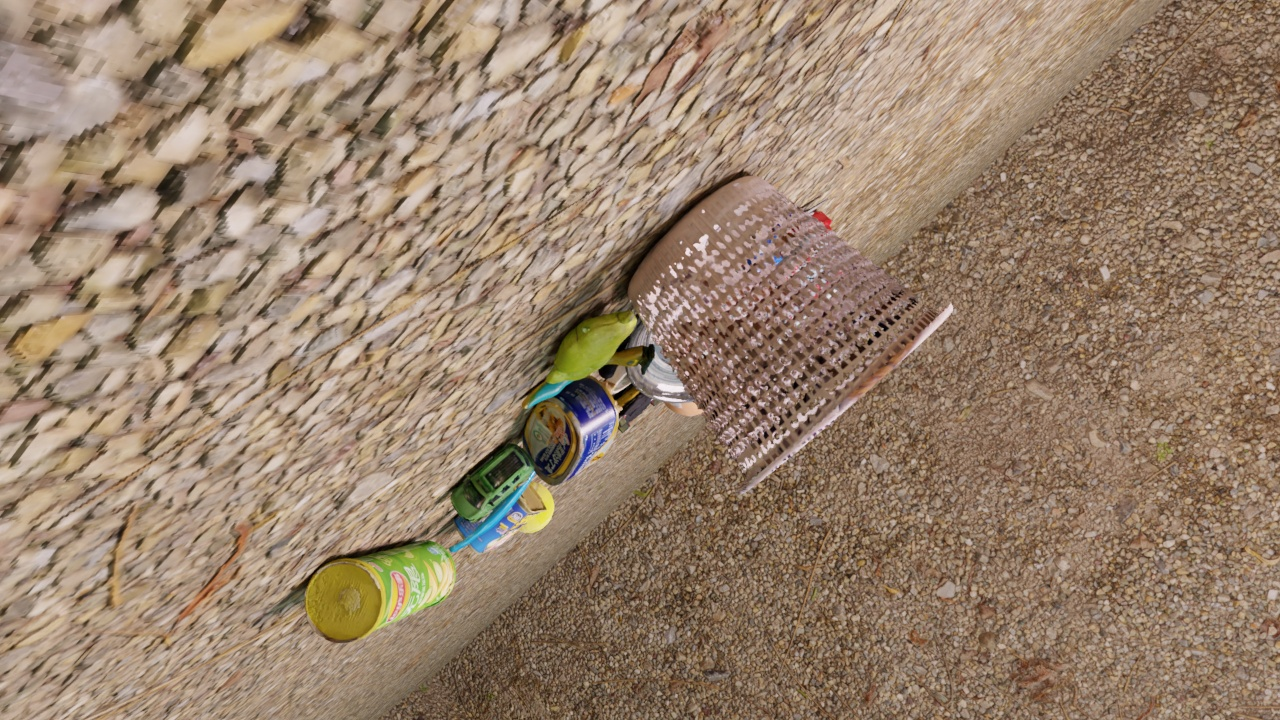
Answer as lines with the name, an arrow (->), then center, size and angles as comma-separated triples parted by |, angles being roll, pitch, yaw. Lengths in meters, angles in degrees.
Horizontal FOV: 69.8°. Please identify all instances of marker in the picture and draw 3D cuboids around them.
marker -> -0.025, -0.010, 0.889 | 0.022, 0.020, 0.132 | -55, 176, -20

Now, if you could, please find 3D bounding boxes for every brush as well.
brush -> -0.115, 0.120, 1.013 | 0.254, 0.046, 0.083 | -46, 175, -9

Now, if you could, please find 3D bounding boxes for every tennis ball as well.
tennis ball -> -0.144, 0.187, 1.175 | 0.065, 0.065, 0.065 | -40, 171, -8

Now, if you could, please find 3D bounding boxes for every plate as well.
plate -> 0.064, -0.028, 0.937 | 0.179, 0.024, 0.180 | -15, 137, -14

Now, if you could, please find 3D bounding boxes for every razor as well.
razor -> -0.049, 0.014, 0.838 | 0.132, 0.028, 0.043 | -21, 167, -20

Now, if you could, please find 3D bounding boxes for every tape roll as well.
tape roll -> -0.006, 0.006, 1.062 | 0.085, 0.014, 0.086 | -40, 171, -8

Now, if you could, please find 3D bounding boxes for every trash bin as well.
trash bin -> 0.103, -0.034, 0.753 | 0.227, 0.192, 0.227 | -40, 171, -8

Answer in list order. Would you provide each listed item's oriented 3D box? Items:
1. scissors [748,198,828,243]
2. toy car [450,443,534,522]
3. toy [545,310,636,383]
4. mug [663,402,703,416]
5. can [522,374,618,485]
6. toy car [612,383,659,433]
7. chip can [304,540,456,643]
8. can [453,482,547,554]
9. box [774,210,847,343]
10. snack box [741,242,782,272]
scissors -> 0.168, -0.157, 1.018 | 0.170, 0.012, 0.141 | -38, 173, -16
toy car -> -0.150, 0.122, 0.919 | 0.091, 0.043, 0.036 | -42, 174, -4
toy -> -0.043, -0.009, 0.772 | 0.097, 0.031, 0.100 | -33, 170, 3
mug -> 0.052, 0.021, 1.059 | 0.078, 0.078, 0.123 | -42, 169, 1
can -> -0.071, 0.071, 0.907 | 0.049, 0.074, 0.148 | -32, 167, -32
toy car -> -0.010, 0.053, 1.175 | 0.071, 0.041, 0.156 | -41, 174, -5
chip can -> -0.242, 0.217, 0.885 | 0.072, 0.072, 0.221 | -42, 171, 1
can -> -0.167, 0.183, 1.093 | 0.083, 0.057, 0.102 | -39, 171, 1
box -> 0.182, -0.084, 1.160 | 0.095, 0.098, 0.202 | -29, 165, -52
snack box -> 0.076, -0.066, 0.982 | 0.157, 0.026, 0.084 | -40, 172, 25
